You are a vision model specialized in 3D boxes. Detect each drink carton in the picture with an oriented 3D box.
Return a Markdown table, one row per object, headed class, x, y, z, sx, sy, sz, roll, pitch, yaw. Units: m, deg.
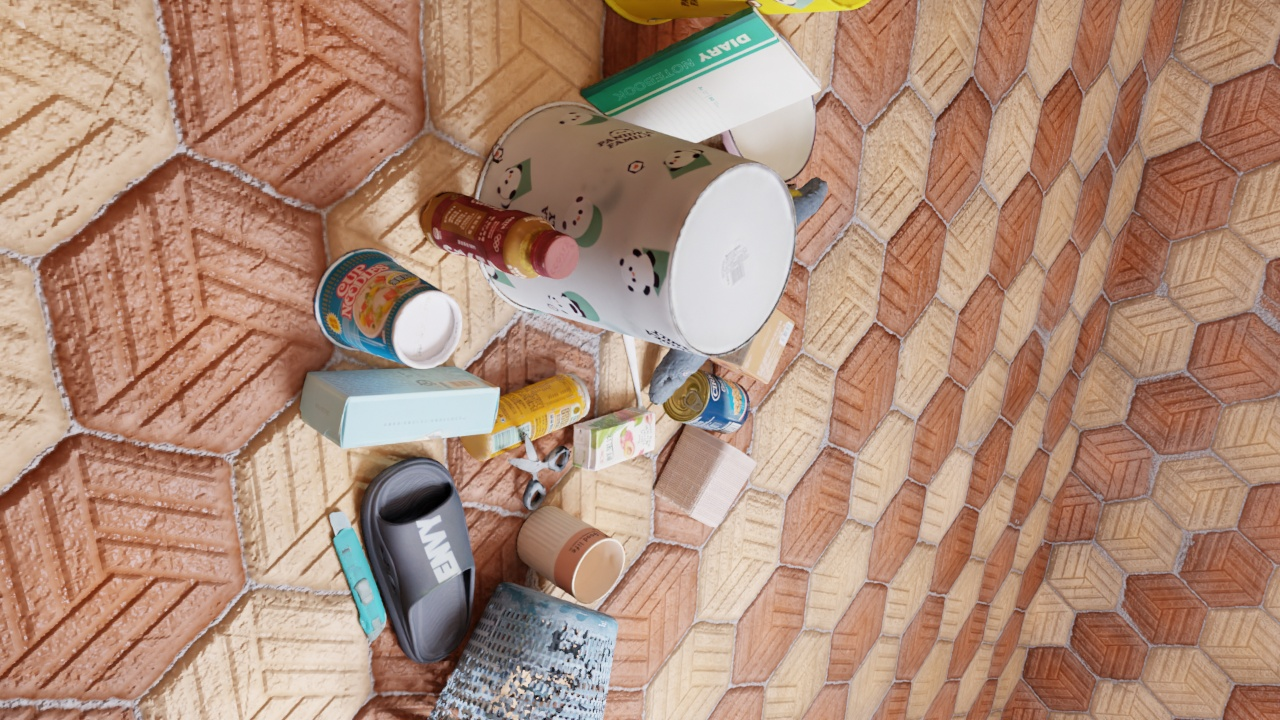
| class | x | y | z | sx | sy | sz | roll | pitch | yaw |
| --- | --- | --- | --- | --- | --- | --- | --- | --- | --- |
| drink carton | -0.033 | 0.095 | 1.129 | 0.122 | 0.046 | 0.053 | -13 | 110 | -53 |

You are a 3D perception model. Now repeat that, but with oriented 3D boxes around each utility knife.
| class | x | y | z | sx | sy | sz | roll | pitch | yaw |
| --- | --- | --- | --- | --- | --- | --- | --- | --- | --- |
| utility knife | -0.287 | 0.221 | 0.934 | 0.029 | 0.013 | 0.175 | -33 | 129 | -35 |

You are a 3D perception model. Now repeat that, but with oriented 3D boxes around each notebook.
| class | x | y | z | sx | sy | sz | roll | pitch | yaw |
| --- | --- | --- | --- | --- | --- | --- | --- | --- | --- |
| notebook | 0.064 | -0.285 | 0.966 | 0.150 | 0.210 | 0.012 | 25 | 56 | -50 |

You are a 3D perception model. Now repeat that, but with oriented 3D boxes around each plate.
| class | x | y | z | sx | sy | sz | roll | pitch | yaw |
| --- | --- | --- | --- | --- | --- | --- | --- | --- | --- |
| plate | 0.147 | -0.312 | 1.133 | 0.192 | 0.039 | 0.192 | 2 | 87 | -45 |

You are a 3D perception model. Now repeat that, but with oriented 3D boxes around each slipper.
| class | x | y | z | sx | sy | sz | roll | pitch | yaw |
| --- | --- | --- | --- | --- | --- | --- | --- | --- | --- |
| slipper | -0.213 | 0.221 | 0.966 | 0.110 | 0.083 | 0.268 | -30 | 129 | -39 |

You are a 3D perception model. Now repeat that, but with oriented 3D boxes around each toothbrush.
| class | x | y | z | sx | sy | sz | roll | pitch | yaw |
| --- | --- | --- | --- | --- | --- | --- | --- | --- | --- |
| toothbrush | -0.007 | 0.007 | 1.150 | 0.016 | 0.016 | 0.180 | -29 | 126 | -27 |

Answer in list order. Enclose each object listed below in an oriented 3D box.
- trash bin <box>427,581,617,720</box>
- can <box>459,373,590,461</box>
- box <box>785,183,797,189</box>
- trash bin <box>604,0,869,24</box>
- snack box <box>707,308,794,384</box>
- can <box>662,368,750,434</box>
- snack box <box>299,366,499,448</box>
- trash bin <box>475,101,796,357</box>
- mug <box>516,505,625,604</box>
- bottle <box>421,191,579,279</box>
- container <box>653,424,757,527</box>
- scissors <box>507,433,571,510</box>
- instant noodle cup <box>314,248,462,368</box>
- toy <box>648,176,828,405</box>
| class | x | y | z | sx | sy | sz | roll | pitch | yaw |
| --- | --- | --- | --- | --- | --- | --- | --- | --- | --- |
| trash bin | -0.124 | 0.368 | 1.052 | 0.226 | 0.227 | 0.194 | 38 | 65 | -49 |
| can | -0.126 | 0.060 | 1.007 | 0.145 | 0.058 | 0.058 | -21 | 122 | -41 |
| box | 0.137 | -0.211 | 1.160 | 0.162 | 0.086 | 0.076 | -15 | 133 | -48 |
| trash bin | 0.103 | -0.440 | 0.884 | 0.229 | 0.255 | 0.230 | -23 | 123 | -41 |
| snack box | 0.135 | -0.034 | 1.230 | 0.077 | 0.094 | 0.092 | 27 | 86 | -51 |
| can | 0.090 | 0.055 | 1.234 | 0.111 | 0.075 | 0.075 | 20 | 92 | -51 |
| snack box | -0.225 | 0.041 | 0.875 | 0.174 | 0.074 | 0.052 | -2 | 107 | -48 |
| trash bin | -0.001 | -0.126 | 0.911 | 0.228 | 0.252 | 0.230 | -22 | 122 | -40 |
| mug | -0.075 | 0.229 | 1.104 | 0.114 | 0.106 | 0.082 | 0 | 107 | -48 |
| bottle | -0.128 | -0.112 | 0.835 | 0.057 | 0.175 | 0.057 | -23 | 122 | -41 |
| container | 0.087 | 0.161 | 1.273 | 0.090 | 0.090 | 0.111 | 35 | 83 | -50 |
| scissors | -0.118 | 0.124 | 1.031 | 0.164 | 0.014 | 0.163 | -35 | 151 | -58 |
| instant noodle cup | -0.218 | -0.041 | 0.818 | 0.099 | 0.110 | 0.099 | -22 | 122 | -42 |
| toy | 0.108 | -0.094 | 1.129 | 0.356 | 0.091 | 0.137 | -54 | 153 | 5 |
